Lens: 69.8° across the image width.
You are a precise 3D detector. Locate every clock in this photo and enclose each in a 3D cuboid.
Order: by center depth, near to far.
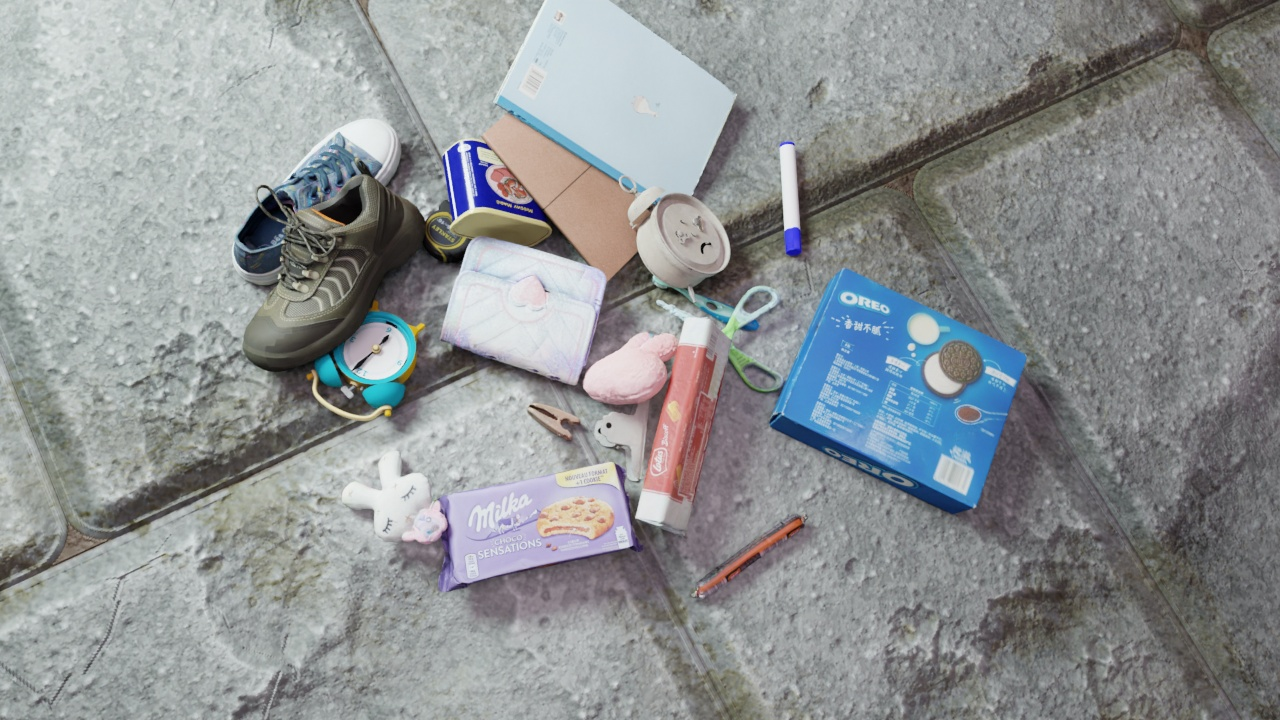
[{"bbox_3d":[-0.288,0.002,0.974,0.099,0.044,0.129,26,65,0],"label":"clock"},{"bbox_3d":[0.029,-0.145,1.031,0.157,0.061,0.103,47,45,-7],"label":"clock"}]

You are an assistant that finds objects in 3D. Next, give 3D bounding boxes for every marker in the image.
[{"bbox_3d":[0.180,-0.196,1.101,0.020,0.020,0.141,1,74,-7],"label":"marker"}]

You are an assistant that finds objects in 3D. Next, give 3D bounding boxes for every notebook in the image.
[{"bbox_3d":[-0.060,-0.212,1.034,0.141,0.008,0.209,-47,107,-20],"label":"notebook"},{"bbox_3d":[-0.021,-0.299,1.044,0.253,0.009,0.181,29,77,-23],"label":"notebook"}]

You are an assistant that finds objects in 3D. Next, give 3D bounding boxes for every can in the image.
[{"bbox_3d":[-0.160,-0.184,1.012,0.116,0.057,0.092,6,65,-46],"label":"can"}]

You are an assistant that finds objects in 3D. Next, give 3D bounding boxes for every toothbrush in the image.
[{"bbox_3d":[0.074,-0.066,1.054,0.135,0.017,0.022,25,70,-4],"label":"toothbrush"}]

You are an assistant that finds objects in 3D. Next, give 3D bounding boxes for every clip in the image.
[{"bbox_3d":[-0.091,0.061,0.991,0.052,0.026,0.059,-25,80,-15],"label":"clip"},{"bbox_3d":[-0.022,0.078,1.002,0.055,0.046,0.101,10,72,-12],"label":"clip"}]

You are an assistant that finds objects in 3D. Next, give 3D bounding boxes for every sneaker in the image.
[{"bbox_3d":[-0.330,-0.106,0.930,0.101,0.143,0.237,26,70,33],"label":"sneaker"},{"bbox_3d":[-0.357,-0.187,0.997,0.087,0.079,0.235,38,73,4],"label":"sneaker"}]

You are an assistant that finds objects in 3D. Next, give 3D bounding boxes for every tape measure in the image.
[{"bbox_3d":[-0.213,-0.140,1.027,0.061,0.034,0.061,40,70,5],"label":"tape measure"}]

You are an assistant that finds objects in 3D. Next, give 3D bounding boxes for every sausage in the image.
[{"bbox_3d":[0.117,0.207,0.979,0.155,0.020,0.020,-32,81,-15],"label":"sausage"}]

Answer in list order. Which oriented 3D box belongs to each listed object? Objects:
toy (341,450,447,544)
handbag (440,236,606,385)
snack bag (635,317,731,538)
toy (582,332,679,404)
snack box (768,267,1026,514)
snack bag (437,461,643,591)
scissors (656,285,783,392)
[{"bbox_3d":[-0.243,0.143,0.927,0.123,0.038,0.079,31,78,26],"label":"toy"},{"bbox_3d":[-0.125,-0.055,0.998,0.158,0.069,0.126,17,74,-5],"label":"handbag"},{"bbox_3d":[0.048,0.070,0.971,0.041,0.077,0.225,10,78,27],"label":"snack bag"},{"bbox_3d":[-0.006,0.006,0.987,0.104,0.108,0.053,-49,119,-31],"label":"toy"},{"bbox_3d":[0.290,0.033,1.033,0.239,0.056,0.195,26,72,1],"label":"snack box"},{"bbox_3d":[-0.108,0.171,0.941,0.205,0.058,0.096,-10,71,-7],"label":"snack bag"},{"bbox_3d":[0.094,-0.027,1.039,0.171,0.023,0.172,34,87,-4],"label":"scissors"}]
